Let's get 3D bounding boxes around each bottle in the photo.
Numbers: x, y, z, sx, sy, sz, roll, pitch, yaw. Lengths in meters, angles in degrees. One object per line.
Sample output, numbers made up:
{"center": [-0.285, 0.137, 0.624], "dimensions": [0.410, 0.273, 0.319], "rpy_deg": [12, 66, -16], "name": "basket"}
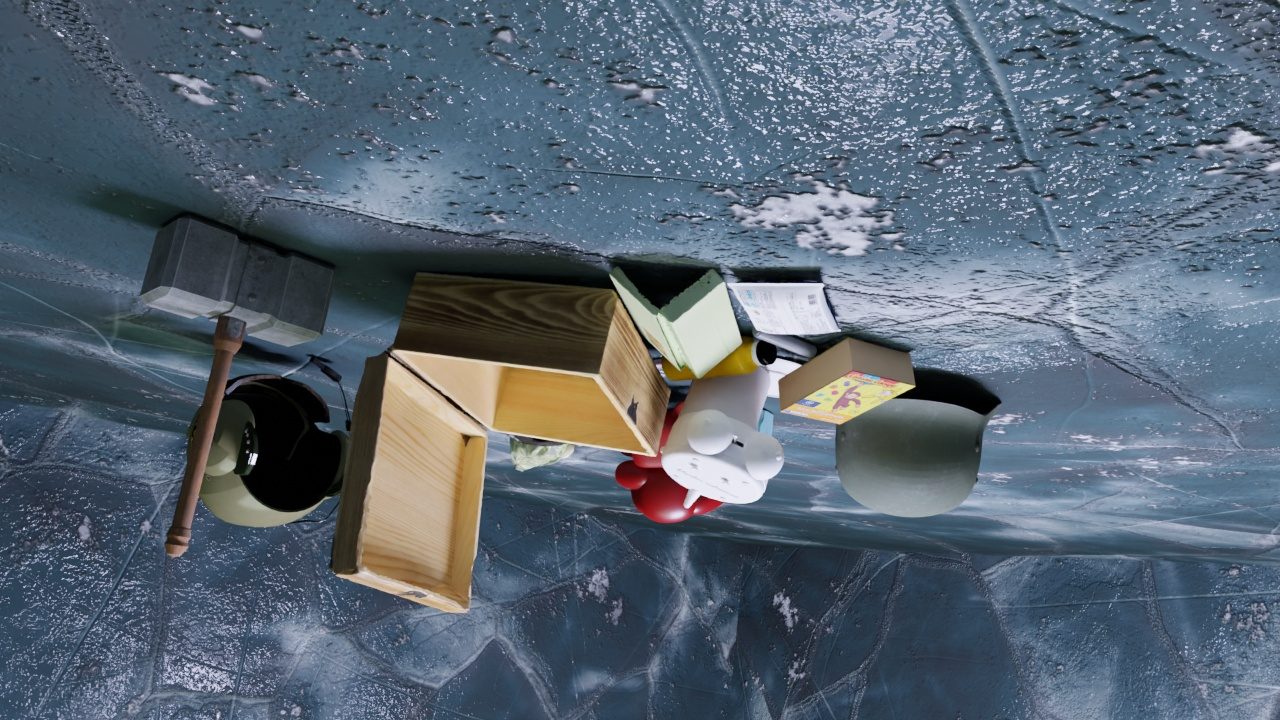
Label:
{"center": [0.090, -0.003, 1.053], "dimensions": [0.144, 0.043, 0.043], "rpy_deg": [-7, 159, 44], "name": "bottle"}

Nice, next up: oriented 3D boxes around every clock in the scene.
{"center": [0.088, 0.120, 1.063], "dimensions": [0.125, 0.072, 0.161], "rpy_deg": [25, 153, -5], "name": "clock"}

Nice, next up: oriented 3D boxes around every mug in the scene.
{"center": [0.108, 0.059, 1.122], "dimensions": [0.091, 0.090, 0.121], "rpy_deg": [4, 148, 33], "name": "mug"}

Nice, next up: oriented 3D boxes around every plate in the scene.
{"center": [0.163, 0.026, 1.153], "dimensions": [0.134, 0.011, 0.135], "rpy_deg": [12, 161, 4], "name": "plate"}

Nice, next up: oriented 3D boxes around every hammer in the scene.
{"center": [-0.425, 0.035, 0.914], "dimensions": [0.162, 0.317, 0.083], "rpy_deg": [21, 160, -41], "name": "hammer"}

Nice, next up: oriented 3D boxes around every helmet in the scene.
{"center": [-0.563, 0.122, 1.385], "dimensions": [0.233, 0.255, 0.250], "rpy_deg": [-8, 158, 36], "name": "helmet"}
{"center": [0.341, 0.122, 1.180], "dimensions": [0.227, 0.153, 0.268], "rpy_deg": [4, 165, 14], "name": "helmet"}

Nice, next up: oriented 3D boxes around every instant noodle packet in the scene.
{"center": [0.142, -0.050, 0.887], "dimensions": [0.087, 0.026, 0.134], "rpy_deg": [2, 164, 20], "name": "instant noodle packet"}

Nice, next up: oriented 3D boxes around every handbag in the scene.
{"center": [-0.147, 0.120, 1.500], "dimensions": [0.116, 0.113, 0.187], "rpy_deg": [6, 166, -26], "name": "handbag"}

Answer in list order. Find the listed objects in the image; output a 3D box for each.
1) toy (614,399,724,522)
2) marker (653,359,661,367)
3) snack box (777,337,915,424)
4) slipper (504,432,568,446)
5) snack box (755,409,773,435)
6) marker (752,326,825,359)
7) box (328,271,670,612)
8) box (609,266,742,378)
{"center": [0.039, 0.141, 1.349], "dimensions": [0.159, 0.197, 0.120], "rpy_deg": [-3, -157, 22], "name": "toy"}
{"center": [-0.007, 0.007, 1.200], "dimensions": [0.142, 0.012, 0.012], "rpy_deg": [-6, 160, 41], "name": "marker"}
{"center": [0.230, 0.026, 1.036], "dimensions": [0.088, 0.040, 0.126], "rpy_deg": [12, 152, -26], "name": "snack box"}
{"center": [-0.093, 0.060, 1.303], "dimensions": [0.264, 0.062, 0.111], "rpy_deg": [-9, 119, 23], "name": "slipper"}
{"center": [0.117, 0.115, 1.416], "dimensions": [0.175, 0.075, 0.053], "rpy_deg": [-3, 161, 36], "name": "snack box"}
{"center": [0.178, -0.014, 1.020], "dimensions": [0.140, 0.016, 0.016], "rpy_deg": [18, 162, -35], "name": "marker"}
{"center": [-0.162, 0.112, 1.006], "dimensions": [0.287, 0.335, 0.279], "rpy_deg": [9, 162, 18], "name": "box"}
{"center": [0.044, -0.050, 0.934], "dimensions": [0.098, 0.082, 0.188], "rpy_deg": [49, 177, 18], "name": "box"}
